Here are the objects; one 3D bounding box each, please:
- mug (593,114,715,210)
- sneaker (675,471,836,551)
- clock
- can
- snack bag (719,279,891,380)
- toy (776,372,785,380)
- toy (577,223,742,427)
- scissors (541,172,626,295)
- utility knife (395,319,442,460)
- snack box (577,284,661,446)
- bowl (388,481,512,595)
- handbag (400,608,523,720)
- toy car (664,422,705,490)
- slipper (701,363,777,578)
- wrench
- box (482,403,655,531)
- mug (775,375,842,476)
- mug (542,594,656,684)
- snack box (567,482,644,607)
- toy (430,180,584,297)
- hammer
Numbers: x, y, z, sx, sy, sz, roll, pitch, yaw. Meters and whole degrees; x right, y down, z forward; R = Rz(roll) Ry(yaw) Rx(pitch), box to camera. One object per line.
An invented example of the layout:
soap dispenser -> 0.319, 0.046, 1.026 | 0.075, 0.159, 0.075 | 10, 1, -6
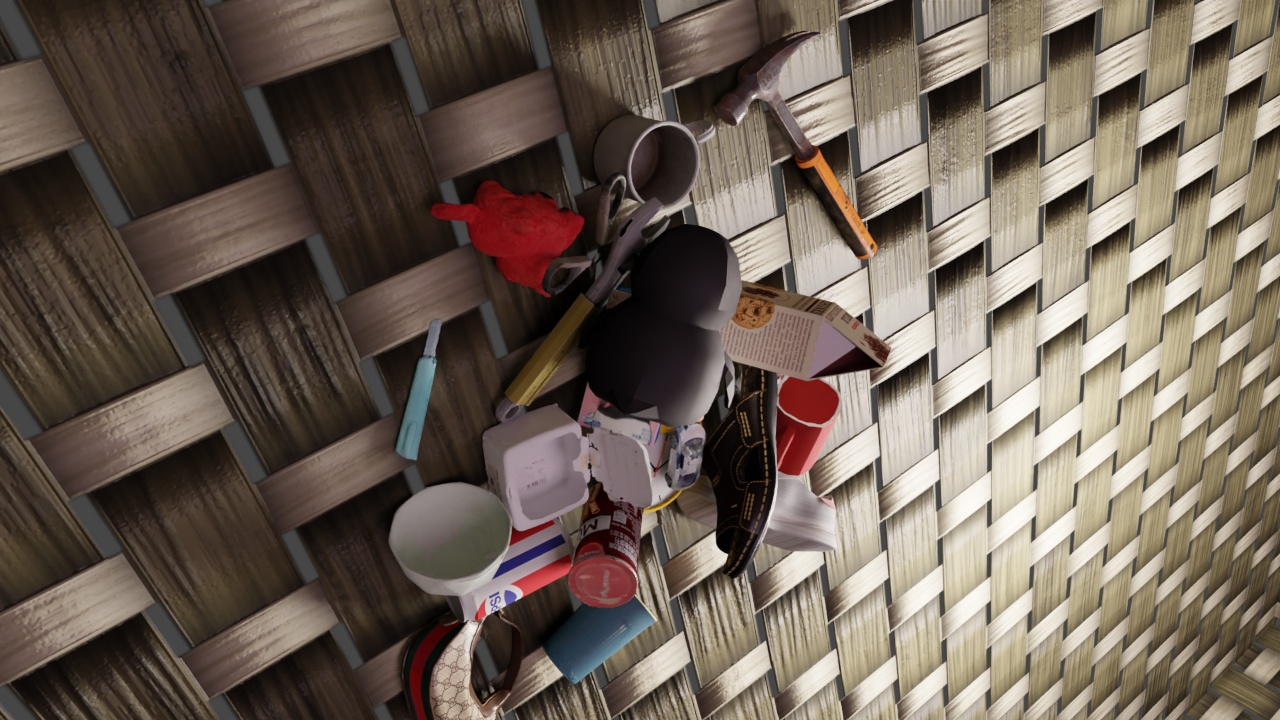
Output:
mug -> 0.016, -0.203, 0.895 | 0.113, 0.070, 0.084 | -39, 128, -17
sneaker -> 0.150, 0.170, 1.154 | 0.236, 0.099, 0.089 | 23, 61, -24
clock -> 0.014, 0.106, 1.046 | 0.113, 0.052, 0.152 | 6, 110, -38
can -> -0.140, 0.218, 0.967 | 0.131, 0.070, 0.070 | -23, 122, -27
snack bag -> 0.161, -0.030, 0.980 | 0.094, 0.206, 0.070 | -31, 134, -67
toy -> 0.201, -0.003, 1.145 | 0.122, 0.038, 0.079 | -8, 129, -34
toy -> 0.029, -0.037, 0.860 | 0.140, 0.159, 0.184 | -34, 145, -76
scissors -> -0.044, -0.108, 0.872 | 0.170, 0.012, 0.158 | -38, 156, -57
utility knife -> -0.208, 0.028, 0.869 | 0.022, 0.015, 0.141 | 12, 103, -20
snack box -> -0.006, 0.006, 0.965 | 0.088, 0.033, 0.154 | 16, 103, 4
bowl -> -0.184, 0.183, 0.900 | 0.117, 0.117, 0.061 | -23, 140, -27
handbag -> -0.187, 0.336, 1.002 | 0.138, 0.063, 0.167 | -30, 123, -43
toy car -> 0.052, 0.107, 1.021 | 0.038, 0.027, 0.090 | -12, 124, -28
slipper -> 0.108, 0.112, 1.043 | 0.075, 0.113, 0.267 | 10, 63, -5
wrench -> -0.060, -0.043, 0.897 | 0.274, 0.018, 0.083 | -51, 161, 12
box -> -0.064, 0.118, 0.941 | 0.151, 0.132, 0.107 | -19, 122, -28
mug -> 0.184, 0.087, 1.111 | 0.116, 0.080, 0.097 | -52, 163, -42
mug -> -0.051, 0.316, 1.079 | 0.121, 0.078, 0.078 | -40, 128, -9
snack box -> -0.034, 0.192, 0.972 | 0.072, 0.121, 0.072 | 2, 123, 3
toy -> -0.126, -0.107, 0.830 | 0.132, 0.088, 0.094 | 7, 116, -38
hammer -> 0.207, -0.231, 1.052 | 0.137, 0.035, 0.314 | -51, 131, -7
